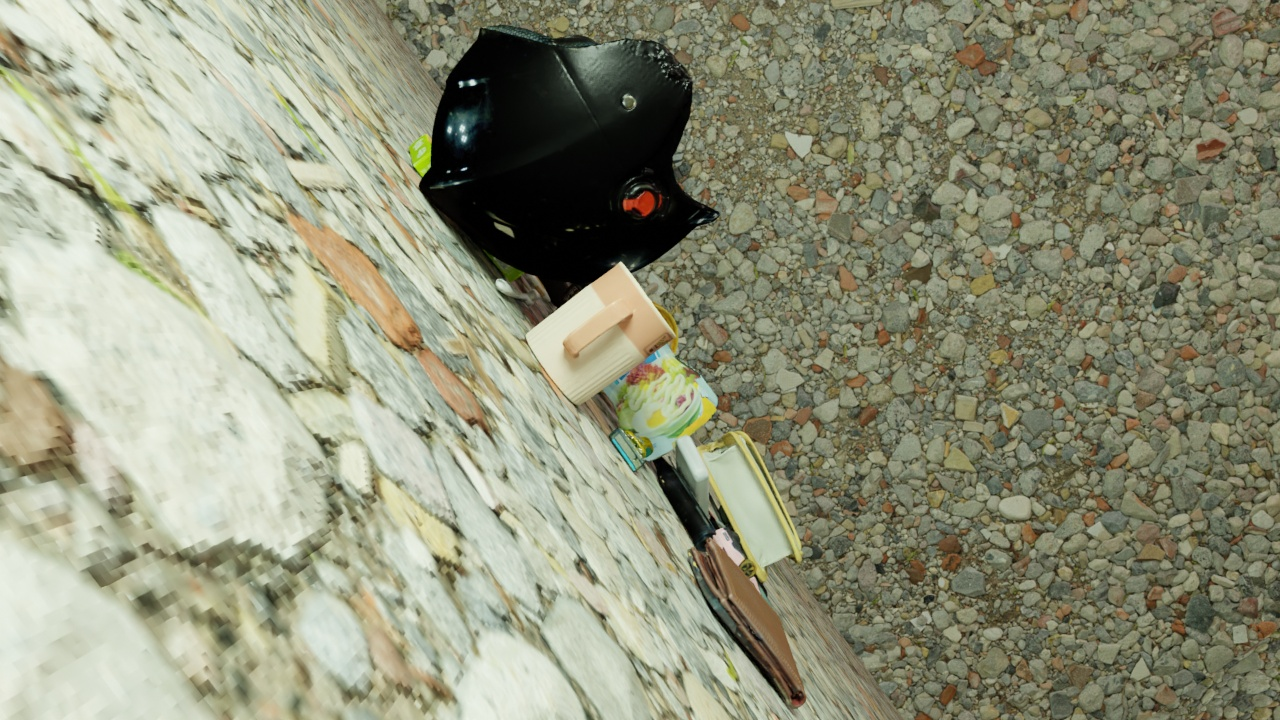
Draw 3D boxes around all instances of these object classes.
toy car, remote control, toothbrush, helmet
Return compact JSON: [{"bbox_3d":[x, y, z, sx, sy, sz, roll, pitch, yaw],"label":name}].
[{"bbox_3d":[0.097,0.215,0.884,0.056,0.037,0.122,-116,-177,-63],"label":"toy car"},{"bbox_3d":[0.057,0.132,0.994,0.136,0.020,0.056,84,-18,-57],"label":"remote control"},{"bbox_3d":[-0.169,-0.151,1.163,0.191,0.018,0.016,53,4,-20],"label":"toothbrush"},{"bbox_3d":[0.033,0.128,0.983,0.027,0.026,0.212,23,18,-30],"label":"toothbrush"},{"bbox_3d":[-0.062,-0.182,0.843,0.274,0.230,0.233,41,5,-25],"label":"helmet"},{"bbox_3d":[-0.120,-0.068,0.909,0.016,0.016,0.180,52,2,2],"label":"toothbrush"}]

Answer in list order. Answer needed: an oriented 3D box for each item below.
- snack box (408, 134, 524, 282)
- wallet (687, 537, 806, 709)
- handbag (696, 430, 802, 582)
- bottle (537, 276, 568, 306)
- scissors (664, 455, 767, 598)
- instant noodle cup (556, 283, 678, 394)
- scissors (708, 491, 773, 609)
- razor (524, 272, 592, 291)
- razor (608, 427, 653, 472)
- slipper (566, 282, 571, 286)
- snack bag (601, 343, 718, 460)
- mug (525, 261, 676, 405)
[{"bbox_3d":[-0.178,-0.157,0.947,0.156,0.026,0.085,52,2,-29],"label":"snack box"},{"bbox_3d":[0.090,0.216,0.763,0.124,0.032,0.101,53,5,-17],"label":"wallet"},{"bbox_3d":[0.128,0.160,1.062,0.163,0.063,0.178,64,4,5],"label":"handbag"},{"bbox_3d":[-0.158,-0.159,1.240,0.195,0.044,0.079,51,10,-36],"label":"bottle"},{"bbox_3d":[0.102,0.216,1.156,0.221,0.022,0.227,53,2,-34],"label":"scissors"},{"bbox_3d":[-0.034,-0.036,1.071,0.114,0.118,0.118,45,-5,47],"label":"instant noodle cup"},{"bbox_3d":[0.119,0.228,1.038,0.170,0.019,0.171,67,7,23],"label":"scissors"},{"bbox_3d":[-0.099,-0.113,1.074,0.168,0.062,0.067,10,-46,55],"label":"razor"},{"bbox_3d":[-0.002,0.087,0.907,0.043,0.028,0.132,50,-1,10],"label":"razor"},{"bbox_3d":[-0.042,-0.062,1.183,0.054,0.114,0.274,-1,59,-51],"label":"slipper"},{"bbox_3d":[-0.006,0.006,0.984,0.191,0.110,0.039,54,-2,-11],"label":"snack bag"},{"bbox_3d":[-0.036,-0.022,0.782,0.081,0.106,0.114,54,2,2],"label":"mug"}]
